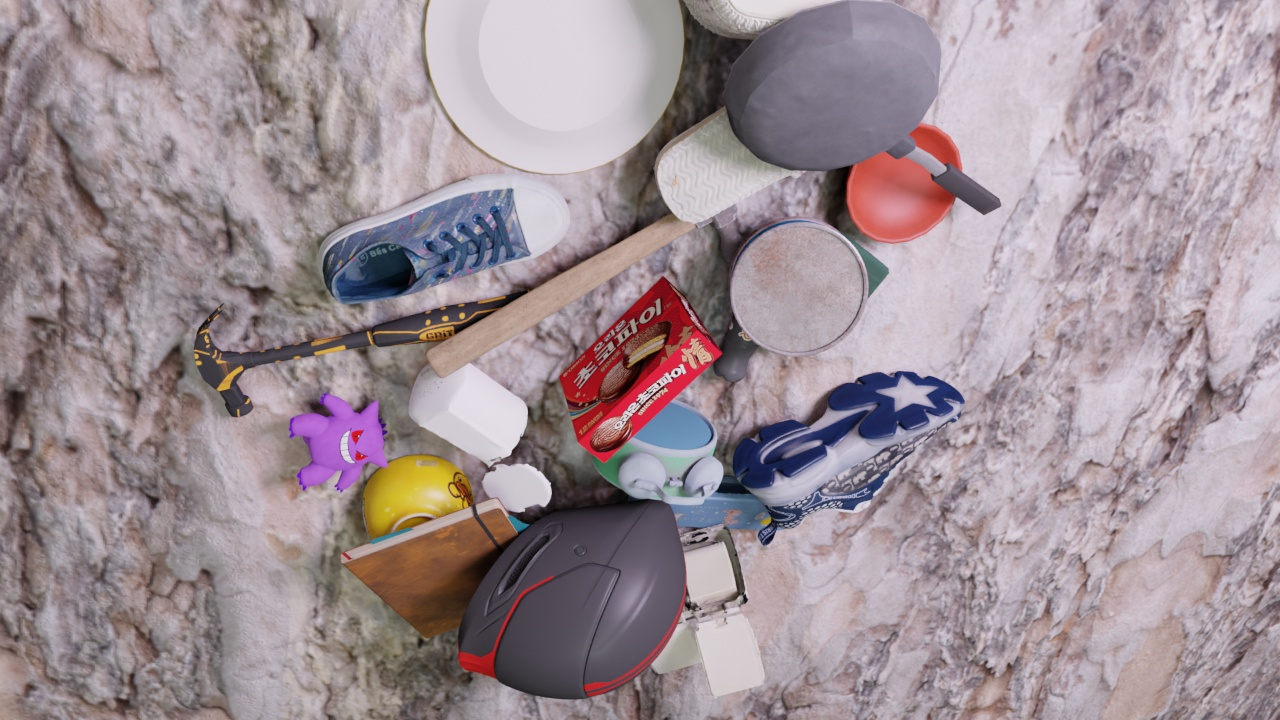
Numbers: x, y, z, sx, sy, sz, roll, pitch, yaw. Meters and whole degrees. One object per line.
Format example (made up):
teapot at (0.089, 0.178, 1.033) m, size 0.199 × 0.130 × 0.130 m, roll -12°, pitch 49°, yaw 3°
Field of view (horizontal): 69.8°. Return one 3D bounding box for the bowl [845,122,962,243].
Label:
bowl at (0.257, -0.181, 0.918) m, size 0.122 × 0.035 × 0.122 m, roll -5°, pitch 118°, yaw -10°

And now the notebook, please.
notebook at (-0.189, 0.221, 0.974) m, size 0.178 × 0.014 × 0.249 m, roll -20°, pitch 145°, yaw -3°

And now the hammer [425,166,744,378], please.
hammer at (-0.054, -0.079, 0.877) m, size 0.331 × 0.031 × 0.119 m, roll -30°, pitch 117°, yaw -6°

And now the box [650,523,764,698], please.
box at (0.057, 0.291, 1.052) m, size 0.145 × 0.185 × 0.095 m, roll -15°, pitch 162°, yaw 6°

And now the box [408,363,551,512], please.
box at (-0.154, 0.076, 0.914) m, size 0.085 × 0.112 × 0.162 m, roll -31°, pitch 134°, yaw 24°

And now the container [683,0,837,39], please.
container at (0.121, -0.373, 0.726) m, size 0.184 × 0.142 × 0.247 m, roll 0°, pitch 118°, yaw 2°

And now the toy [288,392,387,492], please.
toy at (-0.297, 0.080, 0.914) m, size 0.088 × 0.056 × 0.106 m, roll -8°, pitch 108°, yaw -13°

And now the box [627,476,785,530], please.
box at (0.088, 0.171, 1.055) m, size 0.209 × 0.049 × 0.066 m, roll 7°, pitch 117°, yaw -16°

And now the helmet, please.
helmet at (-0.046, 0.249, 0.952) m, size 0.264 × 0.170 × 0.164 m, roll -48°, pitch 151°, yaw -28°

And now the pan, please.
pan at (0.225, -0.192, 0.810) m, size 0.356 × 0.041 × 0.179 m, roll 18°, pitch 146°, yaw -40°

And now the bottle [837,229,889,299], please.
bottle at (0.188, -0.063, 0.948) m, size 0.061 × 0.061 × 0.131 m, roll 31°, pitch 106°, yaw -23°

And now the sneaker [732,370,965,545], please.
sneaker at (0.239, 0.113, 1.025) m, size 0.269 × 0.103 × 0.132 m, roll -24°, pitch 124°, yaw -8°

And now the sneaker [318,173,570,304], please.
sneaker at (-0.177, -0.107, 0.830) m, size 0.235 × 0.079 × 0.087 m, roll -15°, pitch 119°, yaw -5°

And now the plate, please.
plate at (-0.071, -0.274, 0.802) m, size 0.229 × 0.021 × 0.230 m, roll -5°, pitch 118°, yaw -10°

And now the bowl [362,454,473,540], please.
bowl at (-0.233, 0.165, 0.965) m, size 0.117 × 0.067 × 0.117 m, roll -6°, pitch 118°, yaw -11°

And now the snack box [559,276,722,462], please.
snack box at (-0.005, 0.005, 0.898) m, size 0.152 × 0.132 × 0.036 m, roll -44°, pitch 118°, yaw 10°

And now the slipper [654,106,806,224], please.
slipper at (0.131, -0.216, 0.861) m, size 0.263 × 0.052 × 0.115 m, roll -29°, pitch 119°, yaw -4°

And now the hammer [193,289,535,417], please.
hammer at (-0.256, -0.025, 0.876) m, size 0.320 × 0.036 × 0.123 m, roll -12°, pitch 131°, yaw -8°

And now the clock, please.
clock at (0.019, 0.100, 0.933) m, size 0.121 × 0.161 × 0.075 m, roll 5°, pitch 115°, yaw -21°

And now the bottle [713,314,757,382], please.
bottle at (0.110, -0.030, 0.961) m, size 0.036 × 0.036 × 0.110 m, roll 13°, pitch 113°, yaw -19°

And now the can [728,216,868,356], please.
can at (0.151, -0.072, 0.888) m, size 0.130 × 0.044 × 0.130 m, roll 1°, pitch 107°, yaw 3°
